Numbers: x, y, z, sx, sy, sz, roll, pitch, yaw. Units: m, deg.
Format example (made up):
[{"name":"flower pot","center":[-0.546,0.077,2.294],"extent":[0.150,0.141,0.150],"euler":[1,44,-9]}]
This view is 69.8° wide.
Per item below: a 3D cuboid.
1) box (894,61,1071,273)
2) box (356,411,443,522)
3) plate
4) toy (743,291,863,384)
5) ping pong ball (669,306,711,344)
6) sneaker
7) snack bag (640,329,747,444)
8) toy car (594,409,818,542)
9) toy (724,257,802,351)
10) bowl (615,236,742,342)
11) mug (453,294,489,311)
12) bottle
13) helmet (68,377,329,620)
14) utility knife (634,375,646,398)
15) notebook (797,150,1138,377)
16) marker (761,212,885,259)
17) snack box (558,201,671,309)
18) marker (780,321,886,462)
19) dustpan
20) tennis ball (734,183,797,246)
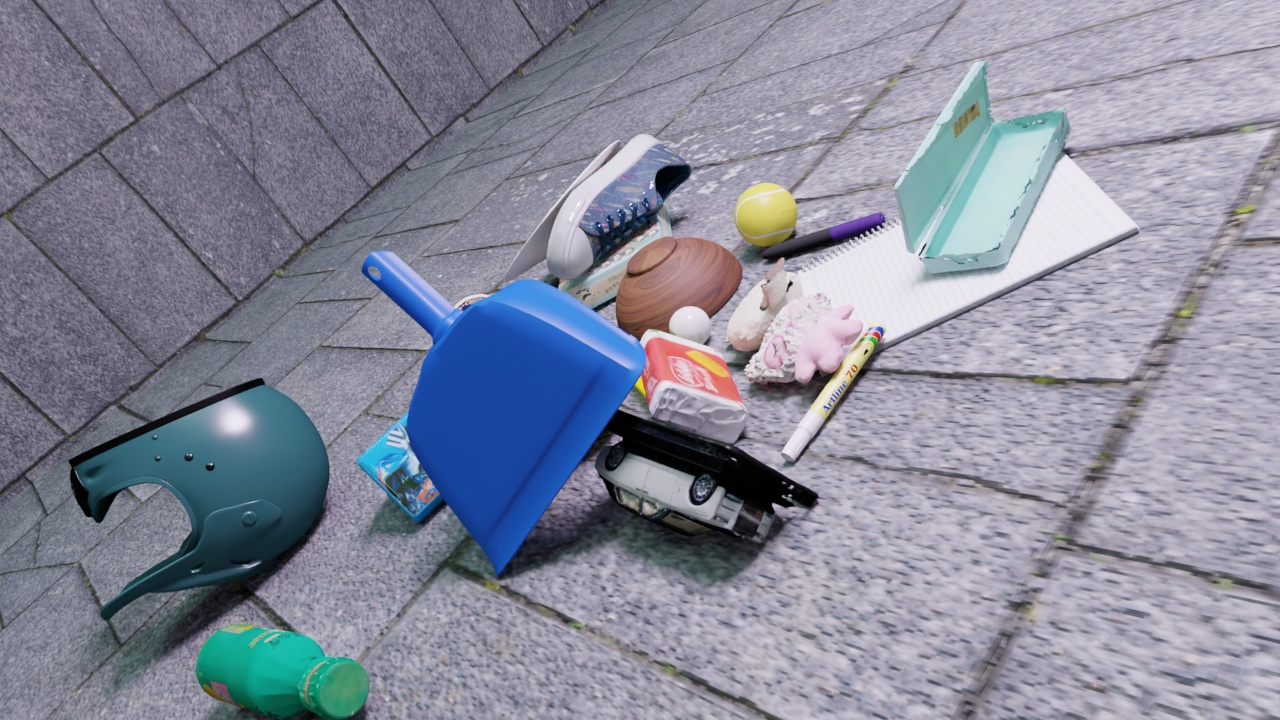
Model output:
[{"name":"box","center":[0.271,-0.166,0.739],"extent":[0.077,0.093,0.187],"euler":[-2,43,49]},{"name":"box","center":[-0.176,0.066,0.991],"extent":[0.243,0.094,0.115],"euler":[-45,-14,-19]},{"name":"plate","center":[-0.088,-0.179,1.163],"extent":[0.229,0.030,0.229],"euler":[-50,4,5]},{"name":"toy","center":[0.131,-0.018,0.728],"extent":[0.095,0.041,0.109],"euler":[-55,22,-9]},{"name":"ping pong ball","center":[0.047,-0.032,0.876],"extent":[0.040,0.040,0.040],"euler":[-28,26,15]},{"name":"sneaker","center":[-0.021,-0.180,1.082],"extent":[0.079,0.087,0.234],"euler":[24,59,23]},{"name":"snack bag","center":[0.040,0.019,0.756],"extent":[0.115,0.077,0.036],"euler":[-104,35,-63]},{"name":"toy car","center":[0.027,0.087,0.666],"extent":[0.192,0.094,0.071],"euler":[13,78,56]},{"name":"toy","center":[0.110,-0.045,0.804],"extent":[0.087,0.050,0.112],"euler":[-46,1,-24]},{"name":"bowl","center":[0.027,-0.088,0.965],"extent":[0.147,0.069,0.147],"euler":[-28,26,15]},{"name":"mug","center":[-0.189,-0.016,1.111],"extent":[0.089,0.085,0.112],"euler":[36,109,61]},{"name":"bottle","center":[-0.297,0.261,0.762],"extent":[0.210,0.068,0.067],"euler":[-10,35,43]},{"name":"helmet","center":[-0.482,0.155,1.020],"extent":[0.274,0.200,0.177],"euler":[-26,6,-18]},{"name":"utility knife","center":[-0.005,0.005,0.903],"extent":[0.028,0.020,0.172],"euler":[-36,26,-4]},{"name":"notebook","center":[0.249,-0.089,0.759],"extent":[0.246,0.013,0.177],"euler":[-27,28,18]},{"name":"marker","center":[0.177,-0.120,0.899],"extent":[0.134,0.015,0.018],"euler":[-14,5,38]},{"name":"snack box","center":[-0.030,-0.139,1.155],"extent":[0.142,0.044,0.193],"euler":[-27,26,14]},{"name":"marker","center":[0.145,0.022,0.684],"extent":[0.132,0.014,0.014],"euler":[-51,29,-21]},{"name":"dustpan","center":[-0.142,0.004,0.741],"extent":[0.246,0.257,0.059],"euler":[-55,-11,30]},{"name":"tennis ball","center":[0.130,-0.151,0.951],"extent":[0.065,0.065,0.065],"euler":[-28,26,15]}]
